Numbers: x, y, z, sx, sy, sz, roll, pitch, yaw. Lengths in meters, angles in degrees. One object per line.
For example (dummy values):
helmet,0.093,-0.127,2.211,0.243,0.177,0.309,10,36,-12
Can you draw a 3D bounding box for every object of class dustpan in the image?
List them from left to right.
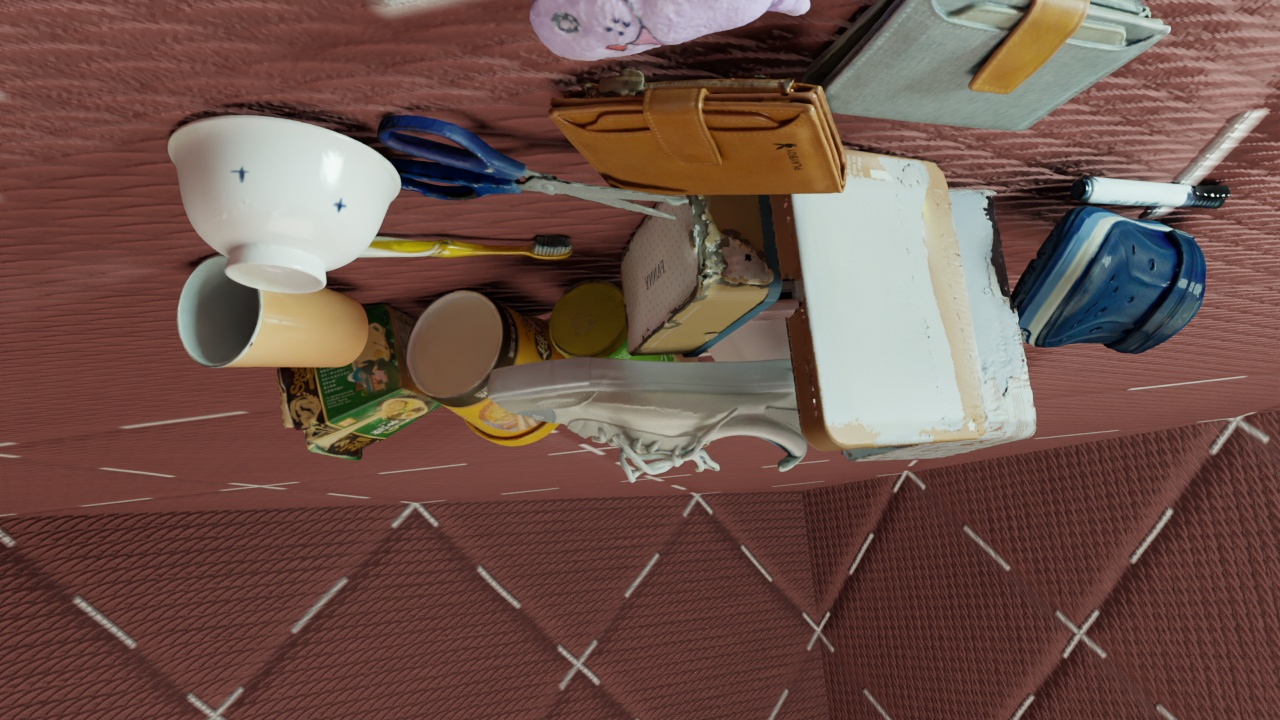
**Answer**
dustpan,0.161,-0.040,0.879,0.273,0.139,0.223,-30,175,-9

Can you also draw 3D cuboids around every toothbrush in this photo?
toothbrush,-0.138,-0.079,0.625,0.191,0.016,0.018,-1,156,-18

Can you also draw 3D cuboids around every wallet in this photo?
wallet,0.033,-0.111,0.465,0.132,0.031,0.107,4,170,20
wallet,0.157,-0.138,0.424,0.129,0.037,0.107,1,168,-19

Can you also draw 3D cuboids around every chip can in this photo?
chip can,-0.005,0.005,0.828,0.073,0.072,0.221,-9,155,18

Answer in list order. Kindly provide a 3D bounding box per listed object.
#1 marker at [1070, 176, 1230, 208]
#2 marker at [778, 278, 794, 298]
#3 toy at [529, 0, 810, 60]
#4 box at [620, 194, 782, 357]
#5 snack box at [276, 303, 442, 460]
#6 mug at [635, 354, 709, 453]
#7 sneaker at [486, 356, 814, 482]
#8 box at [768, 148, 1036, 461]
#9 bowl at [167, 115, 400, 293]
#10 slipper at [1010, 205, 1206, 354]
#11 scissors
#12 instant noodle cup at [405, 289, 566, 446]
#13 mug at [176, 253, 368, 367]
marker,0.356,-0.117,0.639,0.130,0.018,0.023,-1,157,-20
marker,0.143,-0.063,0.792,0.124,0.018,0.015,-4,163,3
toy,0.010,-0.141,0.353,0.108,0.039,0.083,-11,175,18
box,0.033,-0.057,0.624,0.059,0.089,0.184,-2,170,-15
snack box,-0.238,0.013,0.800,0.106,0.118,0.117,-18,165,10
mug,0.027,0.055,1.072,0.084,0.103,0.125,-1,167,-16
sneaker,0.008,0.044,0.682,0.242,0.090,0.089,1,176,0
box,0.149,-0.021,0.618,0.226,0.180,0.157,0,168,-30
bowl,-0.191,-0.074,0.489,0.118,0.064,0.118,2,166,0
slipper,0.350,-0.047,0.662,0.252,0.105,0.095,-8,-142,-46
scissors,-0.064,-0.097,0.511,0.170,0.012,0.141,21,160,-38
instant noodle cup,-0.129,0.003,0.781,0.119,0.118,0.114,-10,158,21
mug,-0.263,-0.028,0.676,0.078,0.078,0.122,-10,171,22
